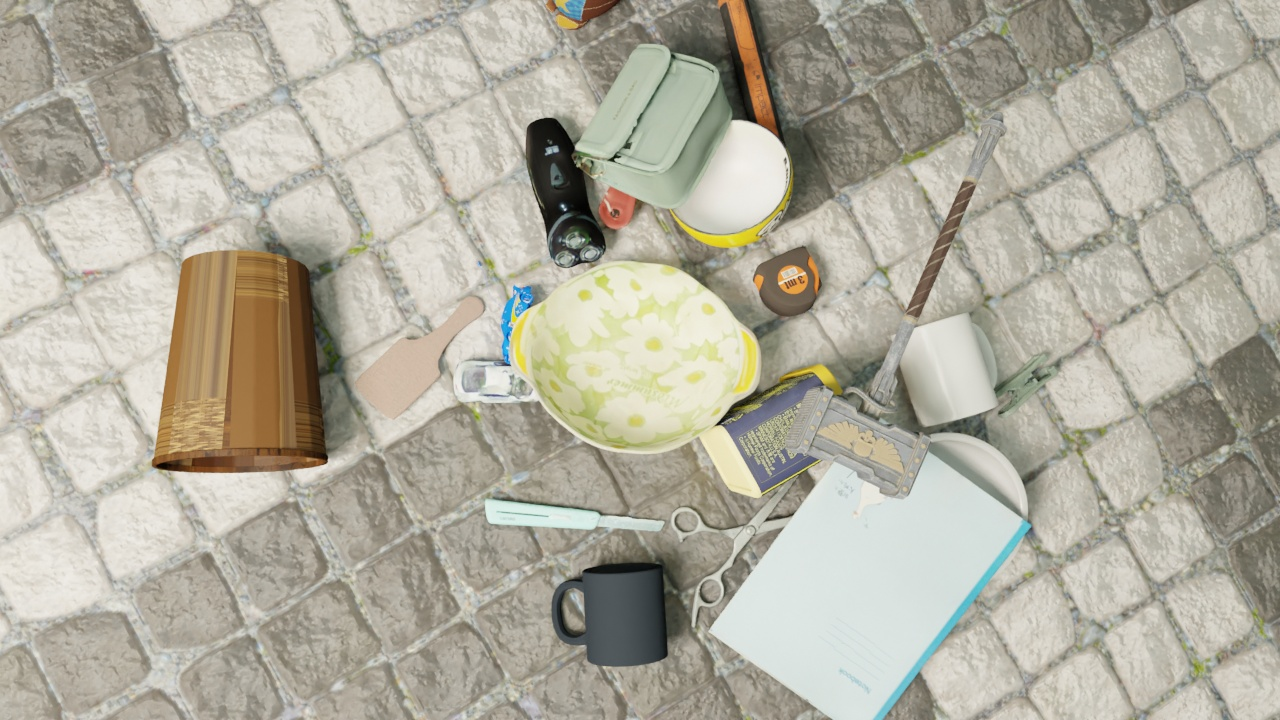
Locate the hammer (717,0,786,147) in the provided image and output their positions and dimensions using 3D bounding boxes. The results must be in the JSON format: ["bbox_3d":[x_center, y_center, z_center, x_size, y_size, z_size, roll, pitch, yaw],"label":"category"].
[{"bbox_3d":[0.083,-0.330,0.894,0.137,0.035,0.314,-13,86,-8],"label":"hammer"}]

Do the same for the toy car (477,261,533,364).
[{"bbox_3d":[-0.131,-0.046,0.834,0.062,0.033,0.091,14,60,0],"label":"toy car"}]

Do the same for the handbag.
[{"bbox_3d":[0.011,-0.209,0.815,0.106,0.067,0.121,25,81,22],"label":"handbag"}]

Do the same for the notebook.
[{"bbox_3d":[0.208,0.199,0.838,0.181,0.009,0.253,35,94,-1],"label":"notebook"}]

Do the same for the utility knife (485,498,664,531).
[{"bbox_3d":[-0.060,0.144,0.839,0.165,0.015,0.022,7,82,-10],"label":"utility knife"}]

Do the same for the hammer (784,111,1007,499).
[{"bbox_3d":[0.226,-0.056,0.734,0.098,0.044,0.321,25,84,-3],"label":"hammer"}]

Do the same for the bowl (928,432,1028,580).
[{"bbox_3d":[0.281,0.140,0.861,0.149,0.043,0.149,0,93,1],"label":"bowl"}]

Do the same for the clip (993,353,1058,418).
[{"bbox_3d":[0.374,0.025,0.901,0.075,0.023,0.042,-36,88,-11],"label":"clip"}]

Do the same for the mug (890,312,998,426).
[{"bbox_3d":[0.300,0.005,0.874,0.110,0.074,0.090,-14,86,-34],"label":"mug"}]

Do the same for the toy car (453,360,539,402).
[{"bbox_3d":[-0.125,0.019,0.835,0.089,0.027,0.038,0,82,-7],"label":"toy car"}]

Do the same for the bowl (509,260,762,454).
[{"bbox_3d":[-0.005,0.005,0.818,0.219,0.060,0.188,5,62,0],"label":"bowl"}]

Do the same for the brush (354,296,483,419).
[{"bbox_3d":[-0.195,-0.008,0.837,0.050,0.015,0.135,44,75,-2],"label":"brush"}]

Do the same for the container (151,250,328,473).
[{"bbox_3d":[-0.330,0.004,0.765,0.132,0.132,0.167,-2,78,-8],"label":"container"}]

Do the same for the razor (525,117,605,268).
[{"bbox_3d":[-0.073,-0.156,0.841,0.053,0.064,0.140,-16,87,-10],"label":"razor"}]

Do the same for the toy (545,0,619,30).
[{"bbox_3d":[-0.057,-0.373,0.882,0.090,0.071,0.102,43,57,11],"label":"toy"}]

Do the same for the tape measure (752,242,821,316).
[{"bbox_3d":[0.142,-0.072,0.875,0.058,0.038,0.058,-24,74,-10],"label":"tape measure"}]

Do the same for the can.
[{"bbox_3d":[0.118,0.064,0.808,0.104,0.135,0.075,-29,88,-7],"label":"can"}]

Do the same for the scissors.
[{"bbox_3d":[0.096,0.175,0.854,0.141,0.014,0.158,8,83,-3],"label":"scissors"}]

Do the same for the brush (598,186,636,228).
[{"bbox_3d":[-0.002,-0.202,0.871,0.041,0.030,0.172,20,81,-5],"label":"brush"}]

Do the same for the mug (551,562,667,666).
[{"bbox_3d":[-0.029,0.223,0.811,0.105,0.071,0.077,-5,84,19],"label":"mug"}]

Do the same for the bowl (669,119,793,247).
[{"bbox_3d":[0.085,-0.155,0.851,0.117,0.067,0.117,-5,71,14],"label":"bowl"}]
